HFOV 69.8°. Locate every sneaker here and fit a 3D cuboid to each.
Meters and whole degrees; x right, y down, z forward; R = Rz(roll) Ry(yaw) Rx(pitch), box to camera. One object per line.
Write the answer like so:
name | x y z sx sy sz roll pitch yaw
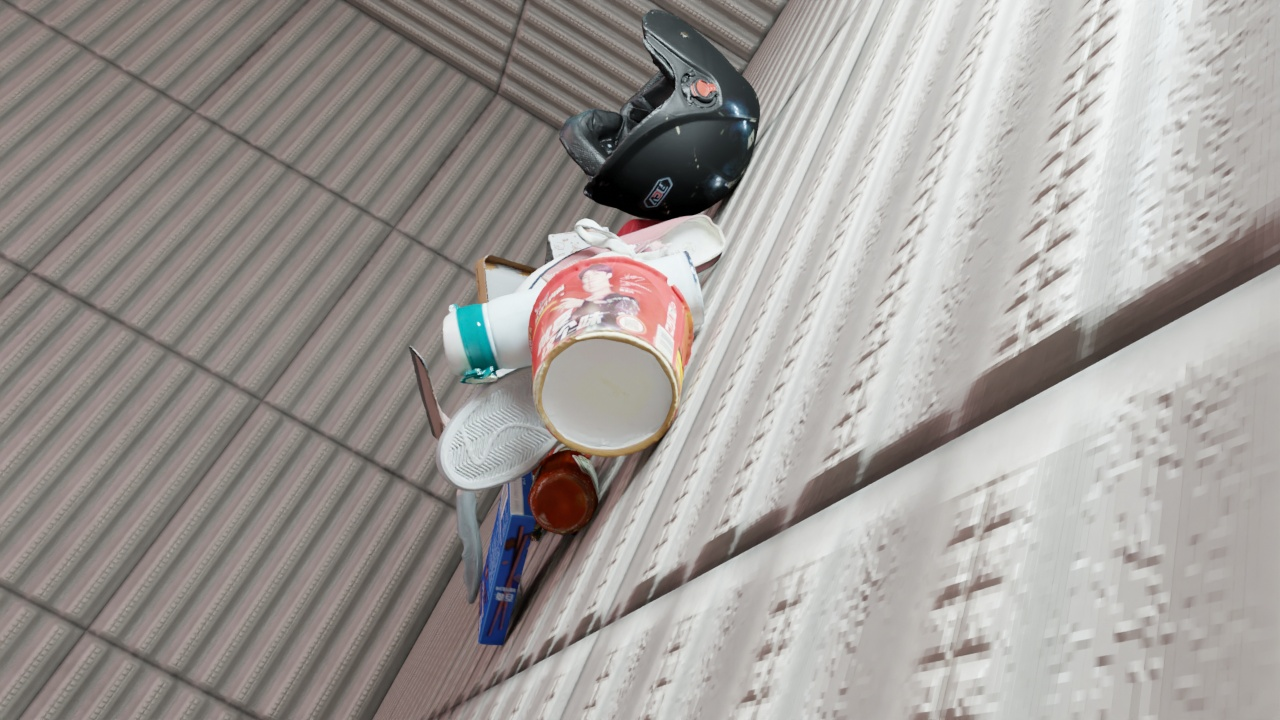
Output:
sneaker | -0.085 0.038 0.858 0.241 0.089 0.091 -31 4 -19
sneaker | -0.019 -0.087 0.895 0.240 0.118 0.088 -25 -7 -15

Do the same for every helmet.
helmet | 0.034 -0.293 1.187 0.234 0.230 0.273 -43 21 47

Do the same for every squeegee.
squeegee | -0.199 0.142 1.004 0.248 0.040 0.249 105 150 -63

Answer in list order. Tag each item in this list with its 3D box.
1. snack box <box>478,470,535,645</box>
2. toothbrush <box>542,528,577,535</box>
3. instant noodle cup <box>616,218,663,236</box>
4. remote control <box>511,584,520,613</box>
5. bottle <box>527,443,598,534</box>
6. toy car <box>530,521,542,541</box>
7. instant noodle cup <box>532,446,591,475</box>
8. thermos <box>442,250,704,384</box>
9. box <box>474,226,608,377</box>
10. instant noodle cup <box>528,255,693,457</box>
snack box | -0.131 0.188 0.890 0.084 0.026 0.157 -107 30 -62
toothbrush | -0.079 0.168 0.921 0.189 0.016 0.014 151 138 -74
instant noodle cup | -0.008 -0.122 1.262 0.194 0.066 0.193 -56 22 37
remote control | -0.153 0.267 1.011 0.056 0.020 0.136 -59 5 -7
bottle | -0.071 0.112 0.878 0.060 0.060 0.206 -59 5 3
toy car | -0.111 0.164 1.074 0.070 0.042 0.158 -63 9 -30
instant noodle cup | -0.129 0.092 1.090 0.165 0.188 0.079 132 133 -69
thermos | -0.060 -0.035 0.799 0.073 0.224 0.073 163 93 -87
box | -0.119 -0.054 1.150 0.154 0.181 0.182 116 143 -67
instant noodle cup | -0.025 0.000 0.713 0.138 0.138 0.108 -57 14 24
